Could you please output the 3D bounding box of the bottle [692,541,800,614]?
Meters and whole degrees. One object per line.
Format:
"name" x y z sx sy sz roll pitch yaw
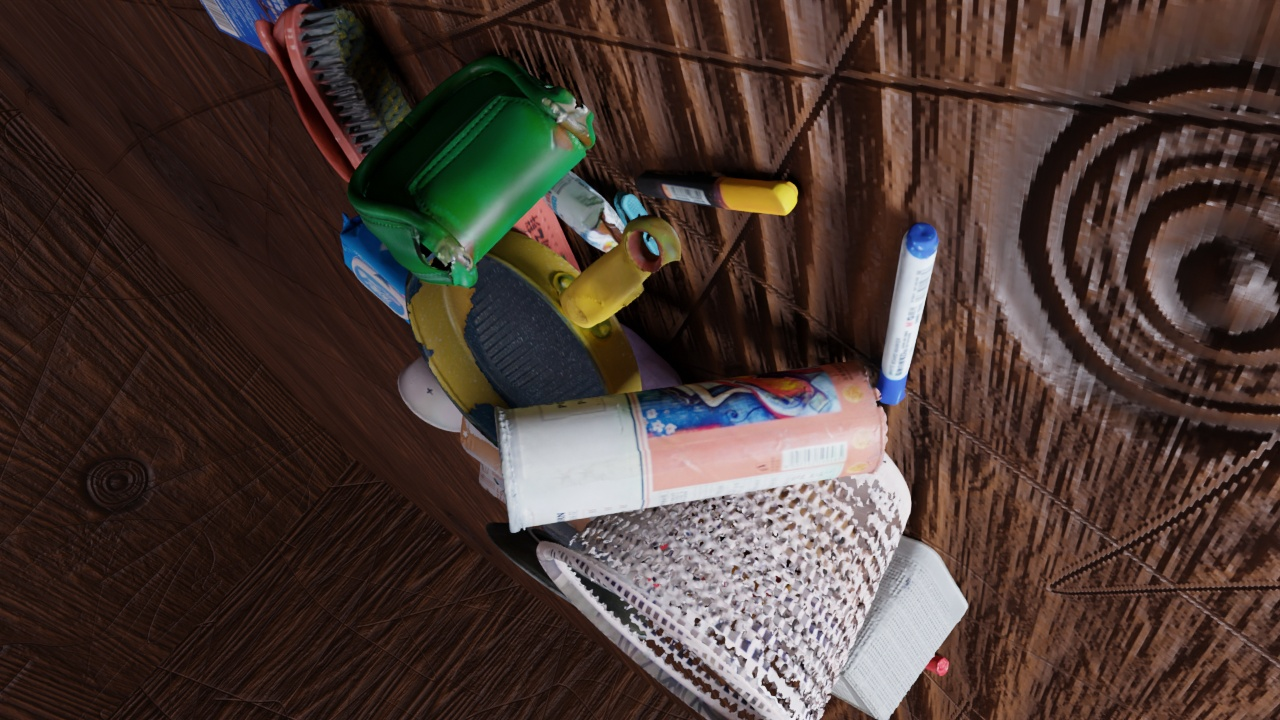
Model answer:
"bottle" 0.111 0.231 0.968 0.175 0.057 0.057 11 145 53

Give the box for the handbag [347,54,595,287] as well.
"handbag" -0.095 -0.108 0.525 0.120 0.131 0.068 26 161 52

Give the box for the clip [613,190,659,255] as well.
"clip" 0.000 -0.084 0.580 0.049 0.015 0.057 22 154 46

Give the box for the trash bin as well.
"trash bin" 0.074 0.132 0.632 0.227 0.191 0.228 35 159 15

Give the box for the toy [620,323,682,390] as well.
"toy" -0.004 0.004 0.735 0.108 0.039 0.084 43 173 -8

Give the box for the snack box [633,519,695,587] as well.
"snack box" 0.019 0.193 0.954 0.058 0.057 0.207 39 -177 2

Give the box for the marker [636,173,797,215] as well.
"marker" 0.037 -0.092 0.497 0.124 0.015 0.018 19 149 51

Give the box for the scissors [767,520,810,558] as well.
"scissors" 0.192 0.209 0.846 0.159 0.014 0.170 21 151 44

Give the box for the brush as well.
"brush" -0.214 -0.186 0.657 0.069 0.063 0.146 -4 141 17

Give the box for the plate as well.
"plate" -0.058 0.188 0.818 0.179 0.024 0.179 31 174 3

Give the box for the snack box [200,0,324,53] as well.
"snack box" -0.287 -0.268 0.689 0.157 0.026 0.085 30 157 27

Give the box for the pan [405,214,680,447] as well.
"pan" -0.057 -0.019 0.583 0.197 0.078 0.359 50 144 -5

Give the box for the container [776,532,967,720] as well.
"container" 0.175 0.199 0.707 0.090 0.114 0.090 13 146 52

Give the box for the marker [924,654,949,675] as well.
"marker" 0.236 0.274 0.896 0.017 0.017 0.145 51 158 -25

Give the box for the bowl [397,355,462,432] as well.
"bowl" -0.222 0.021 1.097 0.118 0.118 0.065 39 121 5

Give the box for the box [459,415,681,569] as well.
"box" -0.048 0.057 0.811 0.183 0.156 0.193 31 127 25

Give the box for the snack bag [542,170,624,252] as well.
"snack bag" -0.039 -0.098 0.583 0.104 0.026 0.048 45 177 35

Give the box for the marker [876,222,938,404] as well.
"marker" 0.135 -0.019 0.470 0.017 0.016 0.146 31 158 24

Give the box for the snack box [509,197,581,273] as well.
"snack box" -0.095 -0.090 0.691 0.127 0.044 0.113 27 155 33

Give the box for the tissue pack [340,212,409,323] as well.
"tissue pack" -0.253 -0.087 0.966 0.157 0.052 0.095 42 160 -2

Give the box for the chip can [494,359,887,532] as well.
"chip can" 0.028 0.048 0.528 0.071 0.214 0.071 172 91 -82
